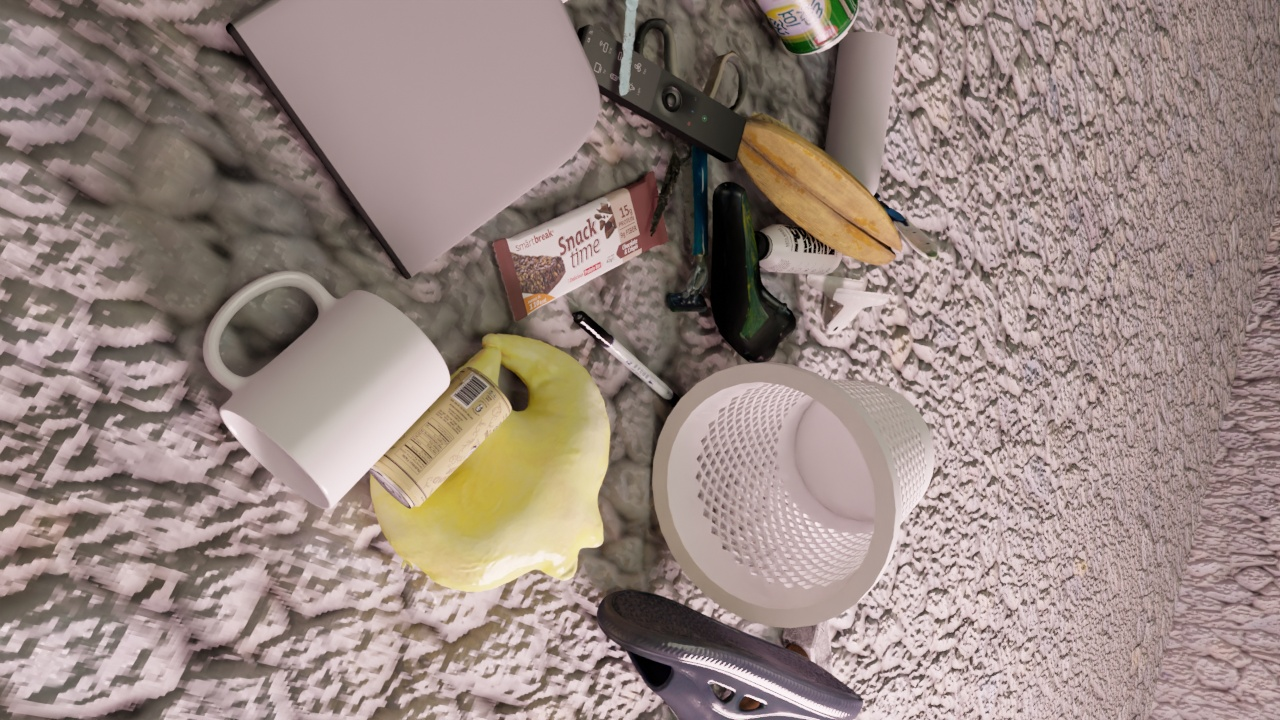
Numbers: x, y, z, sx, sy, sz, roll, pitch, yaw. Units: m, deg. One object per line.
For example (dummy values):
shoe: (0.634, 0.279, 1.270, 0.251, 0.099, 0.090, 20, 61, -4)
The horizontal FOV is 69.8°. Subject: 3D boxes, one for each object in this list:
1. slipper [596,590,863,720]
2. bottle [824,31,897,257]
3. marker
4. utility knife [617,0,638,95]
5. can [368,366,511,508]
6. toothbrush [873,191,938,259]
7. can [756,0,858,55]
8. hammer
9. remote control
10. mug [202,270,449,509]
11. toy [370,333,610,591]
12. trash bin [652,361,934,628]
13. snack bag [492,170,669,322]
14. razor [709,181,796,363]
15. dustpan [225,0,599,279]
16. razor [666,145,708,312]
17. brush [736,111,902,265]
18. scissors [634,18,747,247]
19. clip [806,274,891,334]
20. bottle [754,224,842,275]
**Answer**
slipper: (0.063, 0.254, 0.721, 0.268, 0.111, 0.083, 28, 87, -32)
bottle: (0.194, -0.192, 0.834, 0.052, 0.053, 0.195, 3, 95, -47)
marker: (-0.004, 0.004, 0.689, 0.152, 0.011, 0.011, 42, 67, -43)
utility knife: (-0.005, -0.266, 0.620, 0.022, 0.015, 0.178, 14, 80, -48)
can: (-0.114, 0.044, 0.521, 0.079, 0.038, 0.038, -47, 128, -23)
toothbrush: (0.231, -0.122, 0.824, 0.016, 0.188, 0.017, -9, 116, 0)
can: (0.117, -0.305, 0.720, 0.121, 0.067, 0.067, 39, 69, -43)
hammer: (0.071, 0.288, 0.806, 0.299, 0.037, 0.218, -25, 115, -41)
remote control: (0.016, -0.186, 0.650, 0.150, 0.013, 0.034, 20, 82, -34)
mug: (-0.170, 0.007, 0.477, 0.110, 0.074, 0.090, 47, 61, -12)
toy: (-0.083, 0.073, 0.579, 0.170, 0.065, 0.155, -46, 110, -27)
trash bin: (0.146, 0.091, 0.753, 0.199, 0.196, 0.195, -8, 103, -56)
snack bag: (-0.036, -0.083, 0.638, 0.157, 0.013, 0.057, -32, 118, -39)
razor: (0.086, -0.069, 0.726, 0.053, 0.067, 0.151, -73, 156, -57)
dustpan: (-0.076, -0.186, 0.522, 0.257, 0.033, 0.163, -39, 132, -12)
razor: (0.044, -0.109, 0.713, 0.042, 0.022, 0.144, -5, 100, -48)
brush: (0.147, -0.142, 0.765, 0.195, 0.043, 0.059, 31, 116, -26)
scissors: (0.036, -0.176, 0.683, 0.165, 0.013, 0.157, -42, 115, -29)
clip: (0.195, -0.058, 0.881, 0.102, 0.052, 0.058, 2, 67, -46)
bottle: (0.128, -0.096, 0.790, 0.115, 0.041, 0.041, -3, 99, -47)
